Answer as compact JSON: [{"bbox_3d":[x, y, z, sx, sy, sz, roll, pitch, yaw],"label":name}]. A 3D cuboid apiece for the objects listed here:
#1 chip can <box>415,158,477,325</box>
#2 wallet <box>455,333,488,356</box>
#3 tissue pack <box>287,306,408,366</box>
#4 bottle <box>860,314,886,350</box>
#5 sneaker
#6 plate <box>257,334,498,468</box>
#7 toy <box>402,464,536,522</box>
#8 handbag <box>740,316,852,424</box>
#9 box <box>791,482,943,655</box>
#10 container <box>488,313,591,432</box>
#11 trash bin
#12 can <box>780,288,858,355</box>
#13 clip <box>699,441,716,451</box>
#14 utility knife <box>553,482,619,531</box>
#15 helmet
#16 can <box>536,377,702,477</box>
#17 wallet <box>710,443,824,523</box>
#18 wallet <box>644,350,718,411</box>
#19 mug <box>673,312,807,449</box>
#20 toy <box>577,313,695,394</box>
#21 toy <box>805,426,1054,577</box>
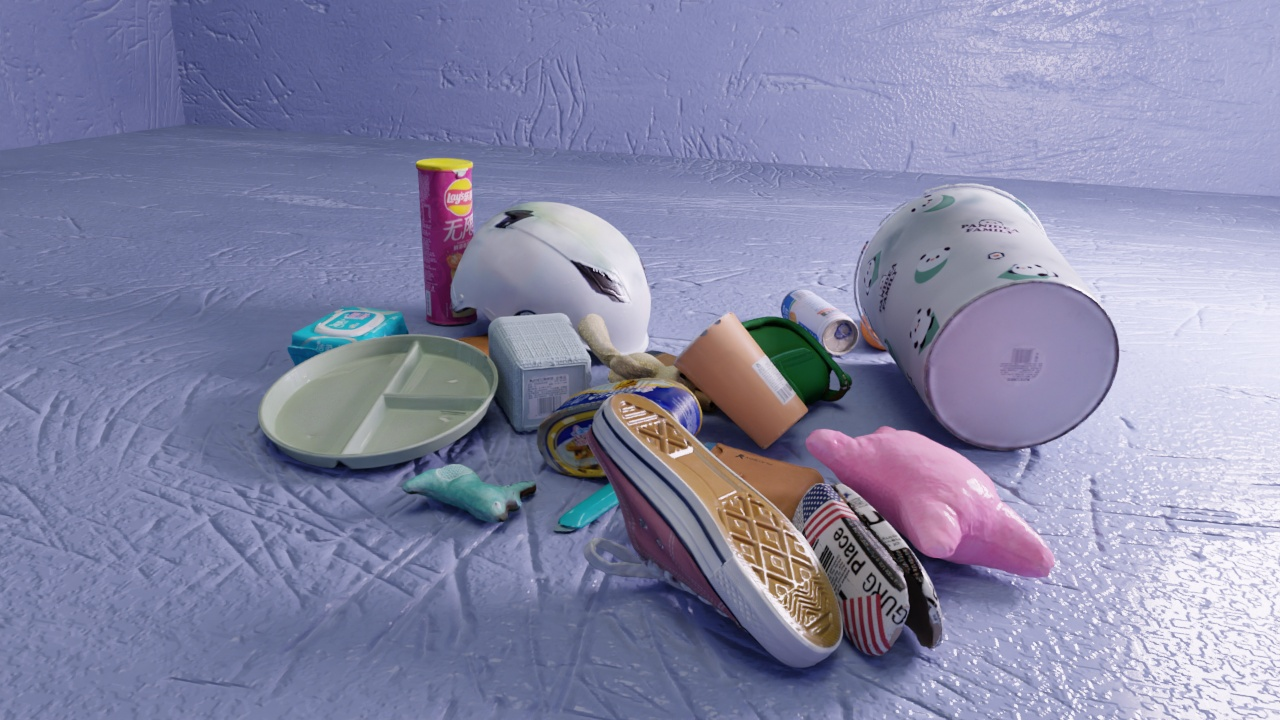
[{"bbox_3d":[-0.253,-0.155,1.207,0.071,0.211,0.071,1,21,-1],"label":"chip can"},{"bbox_3d":[-0.188,0.002,1.053,0.118,0.035,0.131,-5,20,-36],"label":"wallet"},{"bbox_3d":[-0.337,-0.022,1.069,0.093,0.050,0.133,6,21,9],"label":"tissue pack"},{"bbox_3d":[0.325,-0.057,1.229,0.067,0.067,0.149,5,14,8],"label":"bottle"},{"bbox_3d":[0.038,0.128,0.651,0.118,0.088,0.241,-5,43,-50],"label":"sneaker"},{"bbox_3d":[-0.254,0.037,0.903,0.230,0.027,0.229,-2,28,1],"label":"plate"},{"bbox_3d":[-0.135,0.110,0.766,0.092,0.030,0.096,21,19,30],"label":"toy"},{"bbox_3d":[0.151,0.012,0.979,0.120,0.068,0.131,37,30,25],"label":"handbag"},{"bbox_3d":[0.147,0.143,0.654,0.082,0.075,0.163,-12,24,-6],"label":"box"},{"bbox_3d":[-0.102,0.013,0.946,0.090,0.090,0.111,-5,24,-18],"label":"container"},{"bbox_3d":[0.366,-0.044,0.983,0.229,0.230,0.251,3,26,1],"label":"trash bin"},{"bbox_3d":[0.234,-0.052,1.205,0.053,0.053,0.134,-3,21,-14],"label":"can"},{"bbox_3d":[0.046,0.085,0.869,0.058,0.038,0.026,15,26,27],"label":"clip"},{"bbox_3d":[-0.021,0.113,0.793,0.029,0.013,0.157,13,25,34],"label":"utility knife"},{"bbox_3d":[-0.096,-0.115,1.147,0.259,0.146,0.228,24,24,18],"label":"helmet"},{"bbox_3d":[-0.021,0.061,0.815,0.148,0.074,0.049,-10,15,29],"label":"can"},{"bbox_3d":[0.085,0.114,0.776,0.108,0.031,0.131,14,22,25],"label":"wallet"},{"bbox_3d":[0.045,0.021,1.022,0.115,0.033,0.090,17,24,26],"label":"wallet"},{"bbox_3d":[0.102,0.022,0.894,0.123,0.078,0.078,48,35,10],"label":"mug"},{"bbox_3d":[-0.006,0.006,0.954,0.157,0.105,0.066,39,75,26],"label":"toy"},{"bbox_3d":[0.243,0.111,0.739,0.178,0.075,0.194,5,26,-40],"label":"toy"}]
